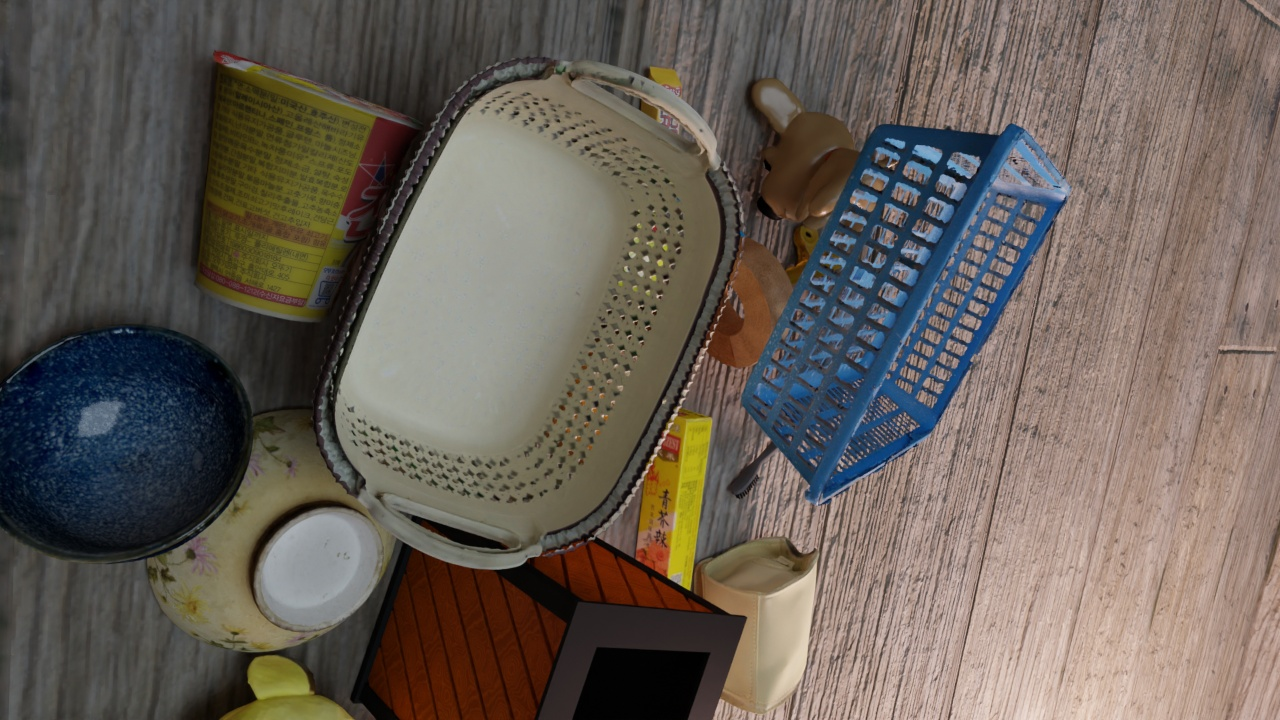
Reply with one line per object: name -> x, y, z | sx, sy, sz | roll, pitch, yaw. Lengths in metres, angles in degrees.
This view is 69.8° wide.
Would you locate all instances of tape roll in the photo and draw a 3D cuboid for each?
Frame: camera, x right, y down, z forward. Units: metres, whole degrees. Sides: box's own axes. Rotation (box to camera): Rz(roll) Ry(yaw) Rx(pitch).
tape roll -> 0.070, -0.043, 0.675 | 0.027, 0.094, 0.094 | -26, 118, -33

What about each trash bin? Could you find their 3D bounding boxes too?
trash bin -> -0.061, 0.187, 0.575 | 0.139, 0.172, 0.139 | 19, 89, -43

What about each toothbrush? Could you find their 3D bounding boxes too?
toothbrush -> 0.134, 0.059, 0.815 | 0.167, 0.013, 0.013 | -47, 136, -21

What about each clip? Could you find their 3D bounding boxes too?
clip -> 0.145, -0.088, 0.774 | 0.054, 0.047, 0.047 | -23, 141, -33

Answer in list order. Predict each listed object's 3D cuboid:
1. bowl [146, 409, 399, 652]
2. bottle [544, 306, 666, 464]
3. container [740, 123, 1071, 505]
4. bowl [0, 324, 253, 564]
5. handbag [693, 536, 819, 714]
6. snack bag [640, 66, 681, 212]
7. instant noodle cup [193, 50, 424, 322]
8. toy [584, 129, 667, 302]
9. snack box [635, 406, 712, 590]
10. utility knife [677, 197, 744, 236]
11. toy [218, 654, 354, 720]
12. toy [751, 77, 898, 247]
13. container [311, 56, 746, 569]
bowl -> -0.190, 0.105, 0.512 | 0.144, 0.063, 0.145 | -12, 109, -38
bottle -> -0.004, 0.004, 0.642 | 0.156, 0.068, 0.068 | -49, 128, -20
container -> 0.209, -0.048, 0.702 | 0.361, 0.089, 0.257 | -7, 125, -61
bowl -> -0.243, 0.046, 0.441 | 0.114, 0.061, 0.114 | 5, 67, -11
handbag -> 0.105, 0.226, 0.798 | 0.111, 0.081, 0.119 | -17, 111, -45
snack bag -> 0.013, -0.154, 0.644 | 0.026, 0.020, 0.099 | -7, 107, -41
instant noodle cup -> -0.172, -0.083, 0.460 | 0.100, 0.100, 0.112 | 8, 105, -42
toy -> -0.019, -0.099, 0.614 | 0.092, 0.043, 0.118 | 3, 97, -27
snack box -> 0.024, 0.111, 0.716 | 0.028, 0.040, 0.148 | -3, 104, -41
utility knife -> 0.068, -0.095, 0.712 | 0.175, 0.015, 0.031 | 44, 70, -38
toy -> -0.242, 0.263, 0.501 | 0.213, 0.084, 0.149 | -27, 116, -35
toy -> 0.141, -0.144, 0.705 | 0.134, 0.108, 0.106 | 31, 104, -42
container -> -0.068, -0.030, 0.503 | 0.184, 0.143, 0.251 | 24, 91, -28
